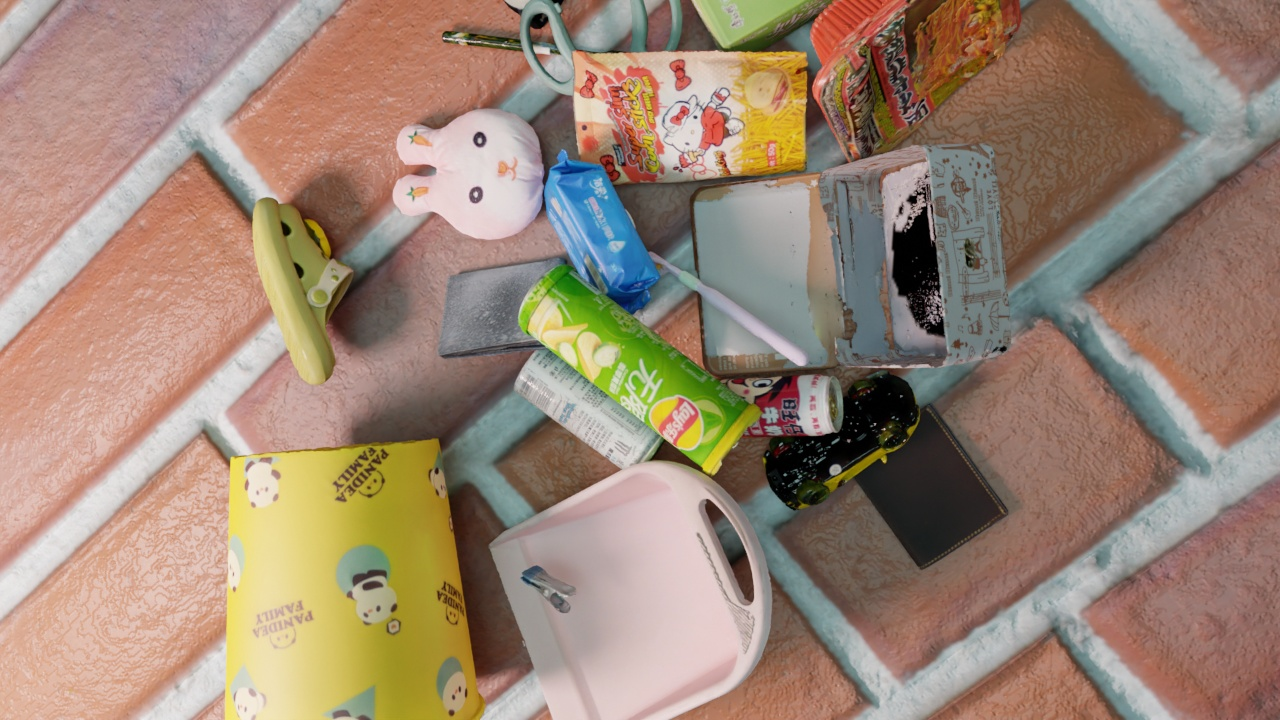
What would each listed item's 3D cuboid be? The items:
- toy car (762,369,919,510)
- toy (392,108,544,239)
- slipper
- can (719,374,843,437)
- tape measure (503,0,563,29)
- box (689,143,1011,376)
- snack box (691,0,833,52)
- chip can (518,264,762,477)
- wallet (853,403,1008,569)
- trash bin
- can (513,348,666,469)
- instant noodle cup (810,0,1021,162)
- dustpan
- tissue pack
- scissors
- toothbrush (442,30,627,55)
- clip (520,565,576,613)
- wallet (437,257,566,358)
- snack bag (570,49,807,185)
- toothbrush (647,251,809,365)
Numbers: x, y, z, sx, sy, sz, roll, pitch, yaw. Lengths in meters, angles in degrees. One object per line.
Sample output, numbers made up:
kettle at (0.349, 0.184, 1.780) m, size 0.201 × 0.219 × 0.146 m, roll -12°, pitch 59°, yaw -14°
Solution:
toy car at (0.180, 0.074, 0.819) m, size 0.156 × 0.041 × 0.071 m, roll -38°, pitch 50°, yaw 13°
toy at (-0.166, -0.177, 0.871) m, size 0.160 × 0.054 × 0.121 m, roll 4°, pitch 94°, yaw 18°
slipper at (-0.322, -0.070, 0.898) m, size 0.081 × 0.092 × 0.190 m, roll -16°, pitch 79°, yaw -29°
can at (0.109, 0.042, 0.816) m, size 0.133 × 0.053 × 0.053 m, roll -4°, pitch 93°, yaw 27°
tape measure at (-0.103, -0.354, 0.855) m, size 0.066 × 0.033 × 0.066 m, roll 40°, pitch 100°, yaw 4°
box at (0.174, -0.081, 0.796) m, size 0.275 × 0.124 × 0.179 m, roll -4°, pitch 94°, yaw 38°
snack box at (0.095, -0.392, 0.799) m, size 0.158 × 0.070 × 0.210 m, roll -29°, pitch 88°, yaw 10°
chip can at (-0.005, 0.005, 0.783) m, size 0.221 × 0.072 × 0.072 m, roll 38°, pitch 99°, yaw 9°
wallet at (0.258, 0.114, 0.830) m, size 0.096 × 0.020 × 0.122 m, roll -36°, pitch 87°, yaw 6°
trash bin at (-0.267, 0.205, 0.836) m, size 0.230 × 0.229 × 0.255 m, roll -6°, pitch 87°, yaw 10°
can at (-0.046, 0.046, 0.859) m, size 0.147 × 0.058 × 0.058 m, roll 35°, pitch 99°, yaw 6°
instant noodle cup at (0.217, -0.264, 0.752) m, size 0.189 × 0.164 × 0.079 m, roll -40°, pitch 63°, yaw 10°
dustpan at (-0.016, 0.208, 0.806) m, size 0.273 × 0.139 × 0.222 m, roll -29°, pitch 74°, yaw 7°
tissue pack at (-0.037, -0.114, 0.830) m, size 0.052 × 0.095 × 0.157 m, roll -29°, pitch 89°, yaw -14°
scissors at (-0.043, -0.277, 0.839) m, size 0.179 × 0.019 × 0.173 m, roll 12°, pitch 112°, yaw 3°
toothbrush at (-0.100, -0.296, 0.866) m, size 0.186 × 0.017 × 0.012 m, roll 10°, pitch 112°, yaw 9°
clip at (-0.084, 0.207, 0.841) m, size 0.057 × 0.024 × 0.030 m, roll 31°, pitch 115°, yaw 29°
wallet at (-0.130, -0.049, 0.865) m, size 0.121 × 0.019 × 0.097 m, roll -7°, pitch 56°, yaw 11°
snack bag at (0.044, -0.215, 0.816) m, size 0.208 × 0.073 × 0.129 m, roll 0°, pitch 125°, yaw 8°
toothbrush at (0.073, -0.046, 0.810) m, size 0.189 × 0.029 × 0.021 m, roll 36°, pitch 75°, yaw 32°
